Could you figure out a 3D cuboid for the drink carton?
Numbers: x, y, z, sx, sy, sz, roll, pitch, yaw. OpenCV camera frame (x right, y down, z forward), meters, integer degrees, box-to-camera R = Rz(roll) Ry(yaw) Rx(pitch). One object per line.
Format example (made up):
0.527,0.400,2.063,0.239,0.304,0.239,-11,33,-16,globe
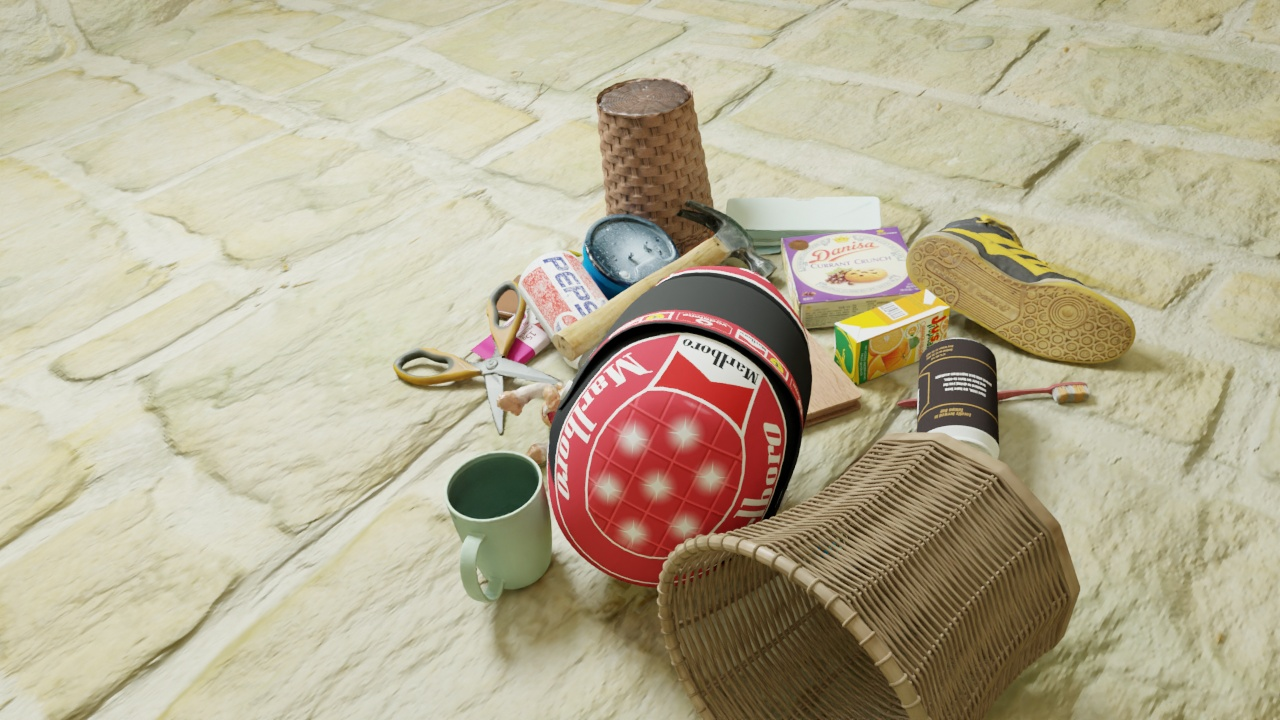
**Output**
0.269,-0.026,0.974,0.122,0.058,0.041,-20,40,-15,drink carton

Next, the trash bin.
0.021,-0.241,1.170,0.151,0.210,0.151,-5,38,3,trash bin

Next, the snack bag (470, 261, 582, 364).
-0.108,-0.056,1.098,0.070,0.016,0.196,31,59,30,snack bag

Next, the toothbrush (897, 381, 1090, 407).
0.351,0.038,0.916,0.184,0.015,0.015,-5,42,6,toothbrush

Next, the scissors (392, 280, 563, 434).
-0.186,-0.001,1.044,0.226,0.016,0.224,-14,49,8,scissors

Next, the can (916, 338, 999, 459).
0.297,0.043,0.860,0.072,0.072,0.128,4,48,15,can

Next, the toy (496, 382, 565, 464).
-0.090,0.050,0.938,0.074,0.085,0.105,-25,8,27,toy

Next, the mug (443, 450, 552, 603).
-0.122,0.152,0.787,0.084,0.104,0.111,5,40,17,mug

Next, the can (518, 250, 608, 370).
-0.075,-0.055,1.036,0.078,0.078,0.136,-25,60,-20,can

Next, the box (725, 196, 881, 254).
0.207,-0.175,1.181,0.199,0.070,0.085,0,20,9,box

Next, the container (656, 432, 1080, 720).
0.159,0.175,0.625,0.195,0.227,0.227,-28,42,-33,container

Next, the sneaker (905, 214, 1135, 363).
0.415,-0.081,0.999,0.238,0.086,0.121,30,33,18,sneaker

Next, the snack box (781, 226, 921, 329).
0.248,-0.099,1.085,0.143,0.041,0.147,-6,39,3,snack box

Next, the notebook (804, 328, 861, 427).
0.112,0.007,0.993,0.169,0.022,0.210,-16,39,-12,notebook

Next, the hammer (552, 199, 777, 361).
0.022,-0.086,1.030,0.132,0.033,0.329,50,49,5,hammer

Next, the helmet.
0.033,0.056,0.750,0.197,0.271,0.224,27,13,2,helmet

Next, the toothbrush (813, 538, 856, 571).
0.196,0.176,0.772,0.135,0.017,0.022,17,45,33,toothbrush

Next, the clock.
-0.004,-0.102,1.094,0.116,0.060,0.161,-33,72,-36,clock

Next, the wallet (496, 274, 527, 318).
-0.120,-0.074,1.145,0.121,0.013,0.087,12,43,22,wallet
